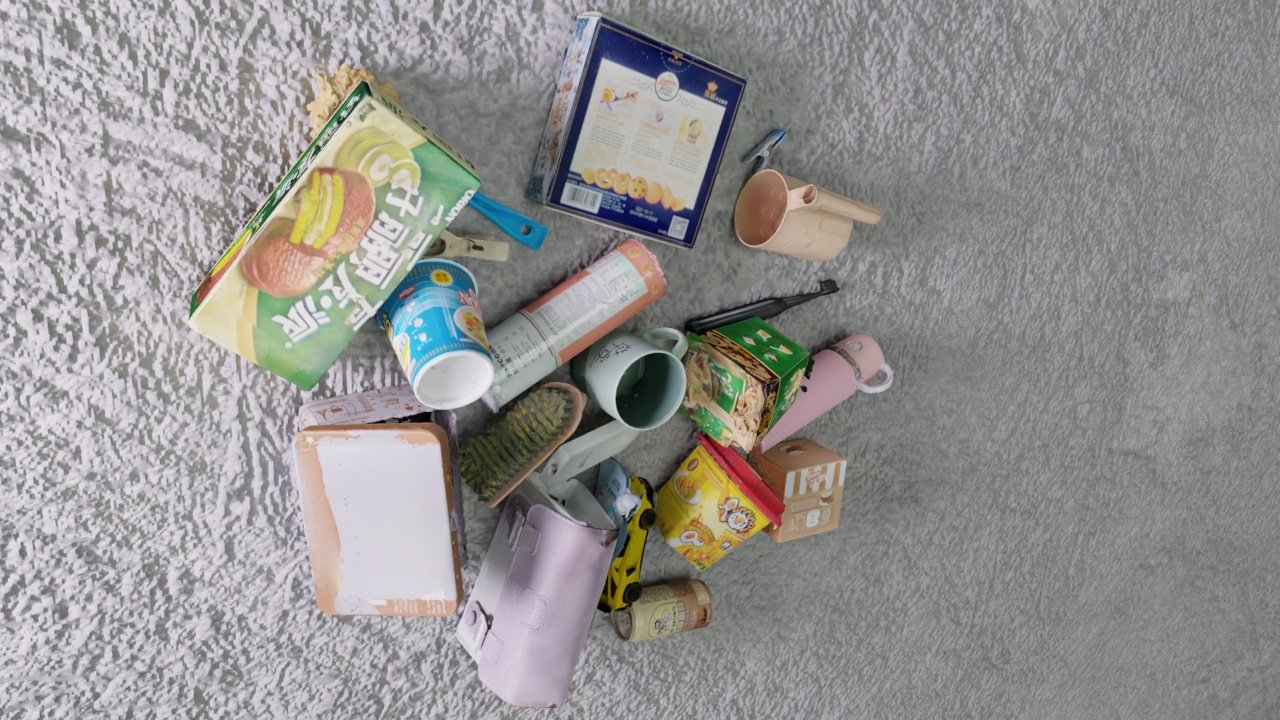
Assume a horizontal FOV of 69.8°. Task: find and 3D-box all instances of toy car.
[{"bbox_3d":[-0.023,0.202,1.021,0.041,0.071,0.156,7,101,-36],"label":"toy car"}]

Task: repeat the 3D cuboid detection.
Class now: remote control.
[{"bbox_3d":[-0.047,0.090,0.954,0.134,0.019,0.056,-23,154,-49],"label":"remote control"}]

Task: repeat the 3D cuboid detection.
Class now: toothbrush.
[{"bbox_3d":[0.146,-0.061,1.056,0.212,0.026,0.027,-18,76,-26],"label":"toothbrush"}]

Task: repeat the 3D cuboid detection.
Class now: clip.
[{"bbox_3d":[0.133,-0.229,0.991,0.027,0.024,0.056,39,91,-31],"label":"clip"},{"bbox_3d":[-0.179,-0.109,0.847,0.103,0.076,0.034,-5,109,-40],"label":"clip"}]

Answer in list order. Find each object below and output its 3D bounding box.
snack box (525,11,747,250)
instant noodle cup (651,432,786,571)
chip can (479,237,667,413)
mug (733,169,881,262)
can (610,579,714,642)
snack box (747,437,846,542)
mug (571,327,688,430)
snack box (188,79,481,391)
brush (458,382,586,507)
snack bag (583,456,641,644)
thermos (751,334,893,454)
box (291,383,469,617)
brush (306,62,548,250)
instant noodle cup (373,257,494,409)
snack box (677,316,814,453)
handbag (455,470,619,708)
[{"bbox_3d":[-0.001,-0.217,0.899,0.177,0.046,0.182,12,101,-33],"label":"snack box"},{"bbox_3d":[0.081,0.164,1.051,0.124,0.116,0.116,-42,124,3],"label":"instant noodle cup"},{"bbox_3d":[-0.075,-0.038,0.903,0.214,0.071,0.071,-35,121,-16],"label":"chip can"},{"bbox_3d":[0.179,-0.156,0.984,0.103,0.125,0.084,9,81,-35],"label":"mug"},{"bbox_3d":[0.027,0.297,1.090,0.116,0.058,0.058,-1,107,-30],"label":"can"},{"bbox_3d":[0.187,0.157,1.125,0.092,0.077,0.094,-7,111,-29],"label":"snack box"},{"bbox_3d":[-0.006,0.005,0.938,0.111,0.106,0.082,-43,122,-11],"label":"mug"},{"bbox_3d":[-0.251,-0.099,0.752,0.240,0.063,0.114,-48,125,8],"label":"snack box"},{"bbox_3d":[-0.115,0.076,0.910,0.146,0.063,0.073,-42,164,6],"label":"brush"},{"bbox_3d":[-0.050,0.205,0.982,0.039,0.110,0.191,18,99,-16],"label":"snack bag"},{"bbox_3d":[0.208,0.041,1.092,0.198,0.087,0.067,-28,139,-19],"label":"thermos"},{"bbox_3d":[-0.227,0.130,0.819,0.148,0.158,0.182,-13,113,-28],"label":"box"},{"bbox_3d":[-0.183,-0.168,0.818,0.254,0.046,0.083,31,86,-39],"label":"brush"},{"bbox_3d":[-0.177,-0.018,0.808,0.099,0.110,0.099,-18,142,-14],"label":"instant noodle cup"},{"bbox_3d":[0.116,0.018,1.011,0.105,0.117,0.118,-30,145,-35],"label":"snack box"},{"bbox_3d":[-0.105,0.229,0.936,0.098,0.145,0.197,15,98,-36],"label":"handbag"}]
